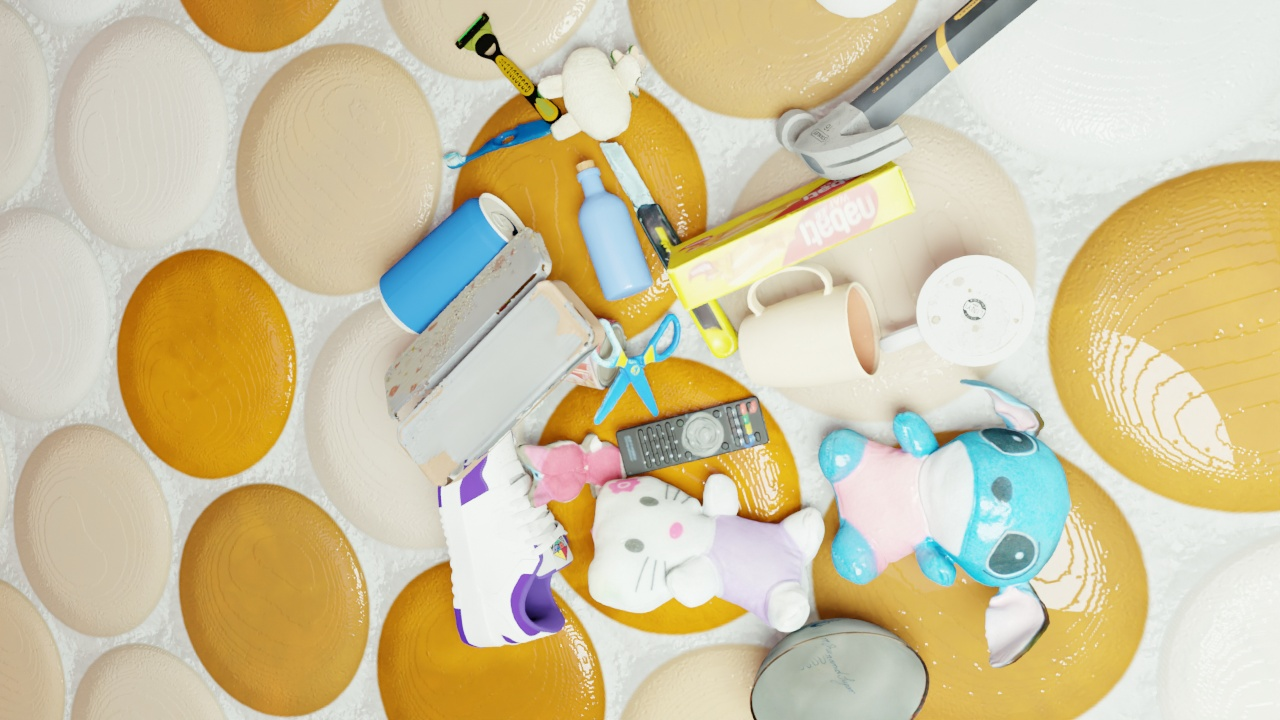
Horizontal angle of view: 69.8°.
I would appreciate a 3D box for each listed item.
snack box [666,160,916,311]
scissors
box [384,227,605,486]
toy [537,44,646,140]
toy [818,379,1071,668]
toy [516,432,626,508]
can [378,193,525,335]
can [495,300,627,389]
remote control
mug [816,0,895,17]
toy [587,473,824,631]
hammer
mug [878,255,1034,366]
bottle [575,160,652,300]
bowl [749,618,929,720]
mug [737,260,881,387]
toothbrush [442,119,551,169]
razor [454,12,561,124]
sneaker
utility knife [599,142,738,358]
[{"bbox_3d":[0.121,-0.108,0.766,0.201,0.092,0.042,-23,106,13],"label":"snack box"},{"bbox_3d":[-0.009,0.004,0.840,0.014,0.130,0.125,25,81,53],"label":"scissors"},{"bbox_3d":[-0.144,-0.004,0.831,0.217,0.071,0.156,-43,53,18],"label":"box"},{"bbox_3d":[-0.040,-0.250,0.854,0.112,0.050,0.087,-25,90,15],"label":"toy"},{"bbox_3d":[0.246,0.128,0.746,0.192,0.099,0.224,-7,77,26],"label":"toy"},{"bbox_3d":[-0.067,0.106,0.889,0.102,0.050,0.065,-7,82,-15],"label":"toy"},{"bbox_3d":[-0.183,-0.092,0.902,0.146,0.078,0.079,-37,81,19],"label":"can"},{"bbox_3d":[-0.081,-0.015,0.875,0.124,0.066,0.067,11,97,19],"label":"can"},{"bbox_3d":[0.048,0.071,0.858,0.141,0.021,0.045,-15,89,16],"label":"remote control"},{"bbox_3d":[0.172,-0.344,0.754,0.090,0.076,0.124,-31,83,19],"label":"mug"},{"bbox_3d":[0.054,0.171,0.823,0.209,0.086,0.137,8,55,16],"label":"toy"},{"bbox_3d":[0.254,-0.261,0.727,0.313,0.139,0.035,-40,120,9],"label":"hammer"},{"bbox_3d":[0.249,-0.033,0.734,0.120,0.096,0.083,-22,86,20],"label":"mug"},{"bbox_3d":[-0.031,-0.124,0.859,0.048,0.048,0.131,-21,86,20],"label":"bottle"},{"bbox_3d":[0.166,0.270,0.793,0.150,0.056,0.151,-2,118,-3],"label":"bowl"},{"bbox_3d":[0.136,-0.030,0.779,0.104,0.085,0.111,-13,112,31],"label":"mug"},{"bbox_3d":[-0.139,-0.216,0.910,0.132,0.016,0.021,-15,69,21],"label":"toothbrush"},{"bbox_3d":[-0.125,-0.280,0.897,0.044,0.021,0.144,-44,73,8],"label":"razor"},{"bbox_3d":[-0.123,0.163,0.893,0.111,0.091,0.244,-1,97,19],"label":"sneaker"},{"bbox_3d":[0.025,-0.105,0.850,0.029,0.020,0.233,-32,84,17],"label":"utility knife"}]
